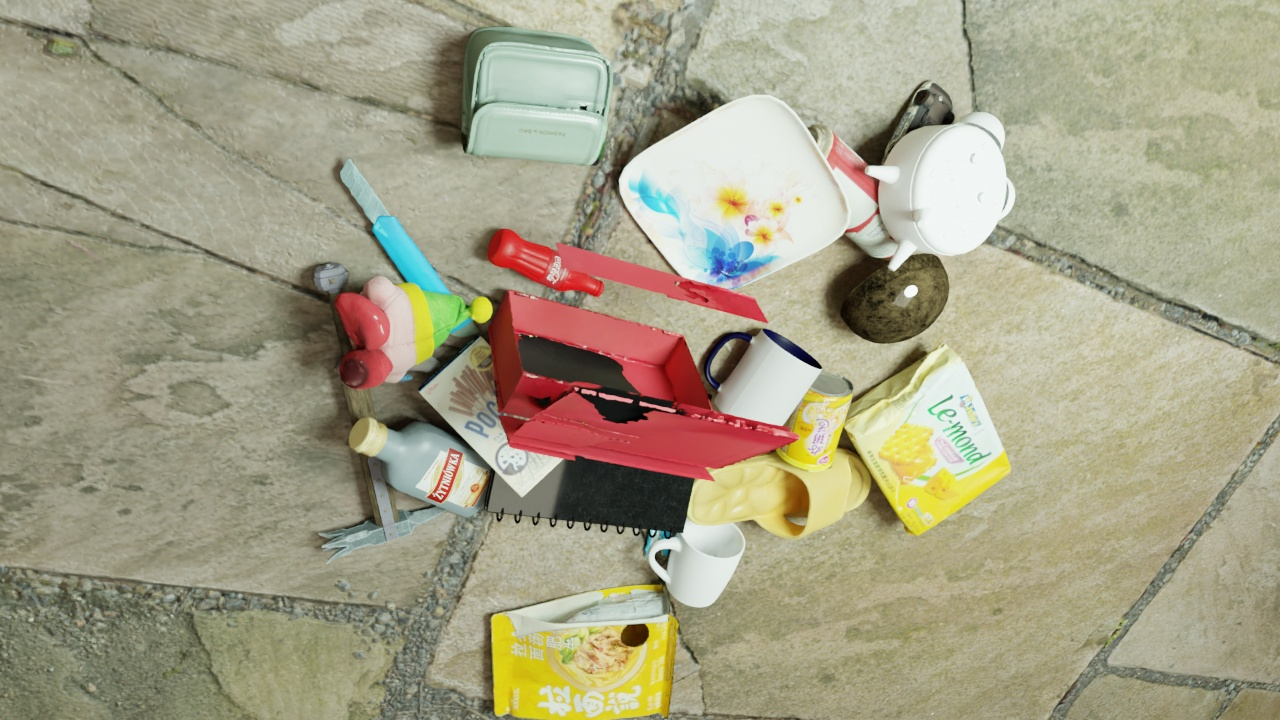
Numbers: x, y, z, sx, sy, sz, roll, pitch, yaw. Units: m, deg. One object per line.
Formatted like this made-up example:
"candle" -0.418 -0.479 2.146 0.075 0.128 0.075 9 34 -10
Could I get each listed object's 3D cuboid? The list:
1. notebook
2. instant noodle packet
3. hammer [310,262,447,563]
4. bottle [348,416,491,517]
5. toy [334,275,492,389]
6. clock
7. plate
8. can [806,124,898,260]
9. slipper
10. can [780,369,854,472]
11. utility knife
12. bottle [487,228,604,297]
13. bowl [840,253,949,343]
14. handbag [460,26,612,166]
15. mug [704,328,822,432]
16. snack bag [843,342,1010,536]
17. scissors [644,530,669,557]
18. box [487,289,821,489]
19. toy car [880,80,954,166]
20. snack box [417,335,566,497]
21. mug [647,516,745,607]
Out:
"notebook" -0.042 0.100 0.986 0.231 0.019 0.169 11 92 -25
"instant noodle packet" -0.072 0.367 1.130 0.221 0.084 0.163 -3 117 -11
"hammer" -0.270 0.050 0.904 0.146 0.028 0.317 -15 122 -21
"bottle" -0.217 0.101 0.919 0.161 0.046 0.072 34 89 -43
"toy" -0.209 -0.024 0.843 0.097 0.131 0.124 17 122 21
"clock" 0.305 -0.168 0.902 0.160 0.073 0.125 -29 114 -21
"plate" 0.092 -0.157 0.886 0.187 0.016 0.187 -24 127 25
"can" 0.215 -0.168 0.934 0.170 0.067 0.067 32 104 -31
"slipper" 0.176 0.162 1.098 0.263 0.078 0.100 -1 114 -22
"can" 0.201 0.069 1.062 0.067 0.067 0.105 1 117 -21
"utility knife" -0.213 -0.097 0.849 0.031 0.015 0.209 -31 127 -3
"bottle" -0.088 -0.090 0.886 0.119 0.036 0.036 22 108 -29
"bowl" 0.285 -0.056 0.997 0.121 0.056 0.121 -19 152 -11
"handbag" -0.089 -0.225 0.793 0.121 0.067 0.106 0 119 -20
"mug" 0.126 0.017 1.007 0.112 0.078 0.097 32 105 -2
"snack bag" 0.352 0.104 1.135 0.159 0.068 0.247 -36 124 0
"scissors" 0.035 0.182 1.098 0.090 0.014 0.141 -14 119 -15
"box" -0.012 0.047 0.827 0.210 0.315 0.124 14 102 -25
"toy car" 0.282 -0.231 0.944 0.048 0.040 0.113 29 87 -31
"snack box" -0.140 0.056 0.915 0.082 0.026 0.150 -44 104 -8
"mug" 0.058 0.240 1.098 0.114 0.081 0.088 5 122 -20
